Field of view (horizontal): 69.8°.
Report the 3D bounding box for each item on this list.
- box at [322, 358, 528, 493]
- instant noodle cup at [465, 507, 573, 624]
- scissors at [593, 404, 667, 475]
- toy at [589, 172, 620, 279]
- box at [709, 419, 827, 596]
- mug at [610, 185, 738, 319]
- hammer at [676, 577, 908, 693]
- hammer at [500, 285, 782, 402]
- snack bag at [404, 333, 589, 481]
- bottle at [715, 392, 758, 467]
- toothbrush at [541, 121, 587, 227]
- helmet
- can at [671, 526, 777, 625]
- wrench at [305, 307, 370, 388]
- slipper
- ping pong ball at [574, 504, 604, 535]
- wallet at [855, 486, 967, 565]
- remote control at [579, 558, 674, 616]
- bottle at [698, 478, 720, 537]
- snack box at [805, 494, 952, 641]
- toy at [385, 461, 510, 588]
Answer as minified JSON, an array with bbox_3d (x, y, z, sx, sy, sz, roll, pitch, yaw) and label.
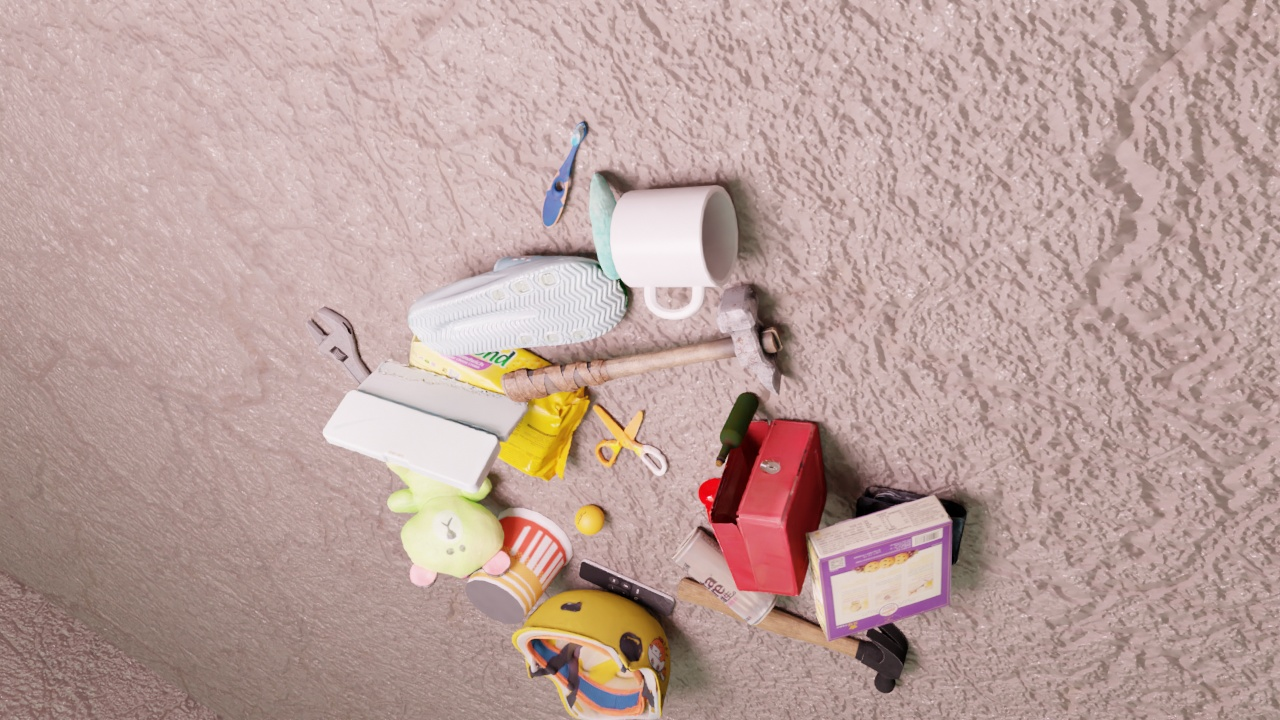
[{"bbox_3d":[-0.241,0.066,1.032,0.197,0.134,0.041,17,144,16],"label":"box"},{"bbox_3d":[-0.179,0.298,1.311,0.123,0.120,0.124,15,134,16],"label":"instant noodle cup"},{"bbox_3d":[-0.012,0.102,1.126,0.128,0.011,0.126,28,137,2],"label":"scissors"},{"bbox_3d":[-0.030,-0.125,0.890,0.033,0.085,0.105,-11,124,1],"label":"toy"},{"bbox_3d":[0.144,0.156,0.985,0.093,0.157,0.129,-1,129,23],"label":"box"},{"bbox_3d":[0.032,-0.099,0.853,0.090,0.091,0.121,2,92,27],"label":"mug"},{"bbox_3d":[0.195,0.347,1.214,0.306,0.040,0.132,15,137,17],"label":"hammer"},{"bbox_3d":[-0.006,0.006,0.976,0.319,0.048,0.121,-11,128,23],"label":"hammer"},{"bbox_3d":[-0.185,0.046,1.130,0.247,0.068,0.160,28,134,4],"label":"snack bag"},{"bbox_3d":[0.099,0.074,0.971,0.025,0.105,0.025,15,134,16],"label":"bottle"},{"bbox_3d":[-0.077,-0.179,0.909,0.021,0.017,0.135,32,136,3],"label":"toothbrush"},{"bbox_3d":[-0.059,0.404,1.324,0.210,0.139,0.240,-20,118,39],"label":"helmet"},{"bbox_3d":[0.108,0.275,1.169,0.135,0.054,0.054,39,136,4],"label":"can"},{"bbox_3d":[-0.365,0.042,1.261,0.084,0.018,0.273,-14,120,37],"label":"wrench"},{"bbox_3d":[-0.135,-0.067,0.993,0.246,0.074,0.104,-10,133,15],"label":"slipper"},{"bbox_3d":[-0.068,0.215,1.235,0.040,0.040,0.040,15,134,16],"label":"ping pong ball"},{"bbox_3d":[0.297,0.183,1.016,0.115,0.026,0.089,11,133,19],"label":"wallet"},{"bbox_3d":[-0.021,0.330,1.334,0.147,0.008,0.045,22,135,11],"label":"remote control"},{"bbox_3d":[0.104,0.198,1.129,0.036,0.036,0.119,-2,127,30],"label":"bottle"},{"bbox_3d":[0.255,0.223,0.974,0.143,0.040,0.148,-16,129,-2],"label":"snack box"},{"bbox_3d":[-0.268,0.207,1.262,0.150,0.107,0.197,-11,90,-6],"label":"toy"}]
